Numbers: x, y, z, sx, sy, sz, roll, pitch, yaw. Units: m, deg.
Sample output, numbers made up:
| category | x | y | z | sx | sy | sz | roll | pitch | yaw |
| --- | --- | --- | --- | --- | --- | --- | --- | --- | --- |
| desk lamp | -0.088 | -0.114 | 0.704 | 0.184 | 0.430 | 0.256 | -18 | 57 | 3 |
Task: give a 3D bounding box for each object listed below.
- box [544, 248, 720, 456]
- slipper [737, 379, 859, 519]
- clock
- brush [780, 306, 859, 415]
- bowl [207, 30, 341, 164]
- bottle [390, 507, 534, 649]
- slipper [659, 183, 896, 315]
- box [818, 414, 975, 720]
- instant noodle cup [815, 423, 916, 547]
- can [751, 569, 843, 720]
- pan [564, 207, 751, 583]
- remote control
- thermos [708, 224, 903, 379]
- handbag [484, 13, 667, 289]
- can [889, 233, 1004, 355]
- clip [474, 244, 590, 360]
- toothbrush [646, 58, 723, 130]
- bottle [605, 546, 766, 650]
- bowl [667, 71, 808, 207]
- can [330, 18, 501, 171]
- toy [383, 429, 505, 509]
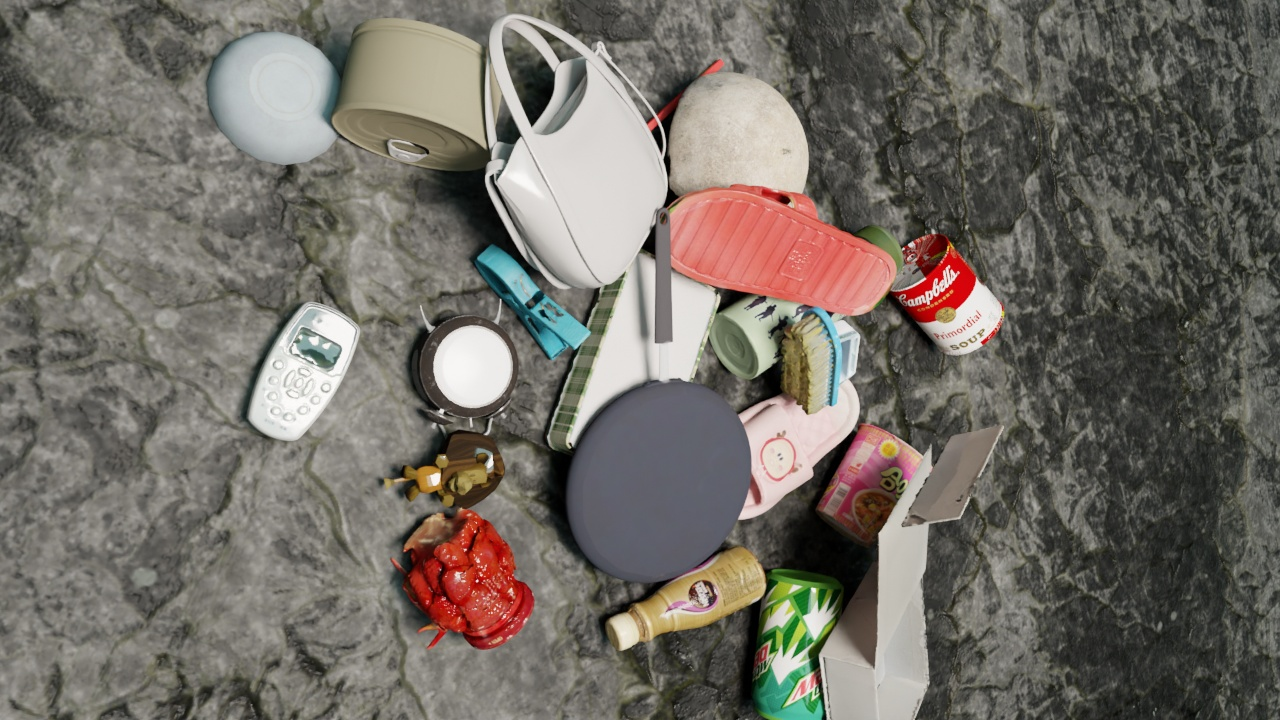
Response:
| category | x | y | z | sx | sy | sz | roll | pitch | yaw |
| --- | --- | --- | --- | --- | --- | --- | --- | --- | --- |
| box | -0.005 | 0.005 | 0.883 | 0.117 | 0.051 | 0.205 | 23 | 81 | -31 |
| slipper | 0.153 | 0.089 | 0.967 | 0.221 | 0.056 | 0.107 | -32 | 107 | -26 |
| clock | -0.151 | 0.011 | 0.804 | 0.091 | 0.044 | 0.123 | -7 | 94 | -29 |
| brush | 0.179 | -0.010 | 0.899 | 0.075 | 0.055 | 0.136 | -34 | 148 | -13 |
| bowl | -0.285 | -0.213 | 0.730 | 0.106 | 0.039 | 0.106 | 0 | 91 | -29 |
| bottle | -0.154 | 0.189 | 0.784 | 0.098 | 0.099 | 0.111 | -42 | 120 | -22 |
| slipper | 0.130 | -0.111 | 0.876 | 0.248 | 0.059 | 0.104 | 13 | 121 | -21 |
| box | 0.252 | 0.239 | 0.918 | 0.165 | 0.099 | 0.369 | -39 | 133 | -49 |
| instant noodle cup | 0.250 | 0.141 | 1.004 | 0.097 | 0.098 | 0.108 | 42 | 80 | -23 |
| can | 0.163 | 0.297 | 0.958 | 0.083 | 0.083 | 0.144 | 9 | 86 | -29 |
| pan | 0.022 | 0.040 | 0.846 | 0.198 | 0.021 | 0.357 | -7 | 105 | -27 |
| remote control | -0.275 | 0.009 | 0.745 | 0.060 | 0.028 | 0.114 | 32 | 75 | -26 |
| thermos | 0.181 | -0.066 | 0.971 | 0.230 | 0.082 | 0.082 | -32 | 105 | -25 |
| handbag | -0.064 | -0.192 | 0.779 | 0.223 | 0.096 | 0.215 | 60 | 43 | -35 |
| can | 0.348 | -0.075 | 1.053 | 0.116 | 0.087 | 0.086 | 43 | 71 | -22 |
| clip | -0.097 | -0.054 | 0.815 | 0.119 | 0.103 | 0.027 | 47 | 66 | -7 |
| toothbrush | 0.011 | -0.241 | 0.909 | 0.212 | 0.012 | 0.018 | -46 | 111 | -21 |
| bottle | 0.043 | 0.238 | 0.905 | 0.165 | 0.060 | 0.059 | -18 | 99 | -27 |
| bowl | 0.114 | -0.200 | 0.907 | 0.178 | 0.081 | 0.178 | -4 | 96 | -45 |
| can | -0.177 | -0.211 | 0.740 | 0.127 | 0.128 | 0.073 | 14 | 82 | -28 |
| toy | -0.169 | 0.097 | 0.790 | 0.100 | 0.062 | 0.076 | -11 | 118 | -18 |
